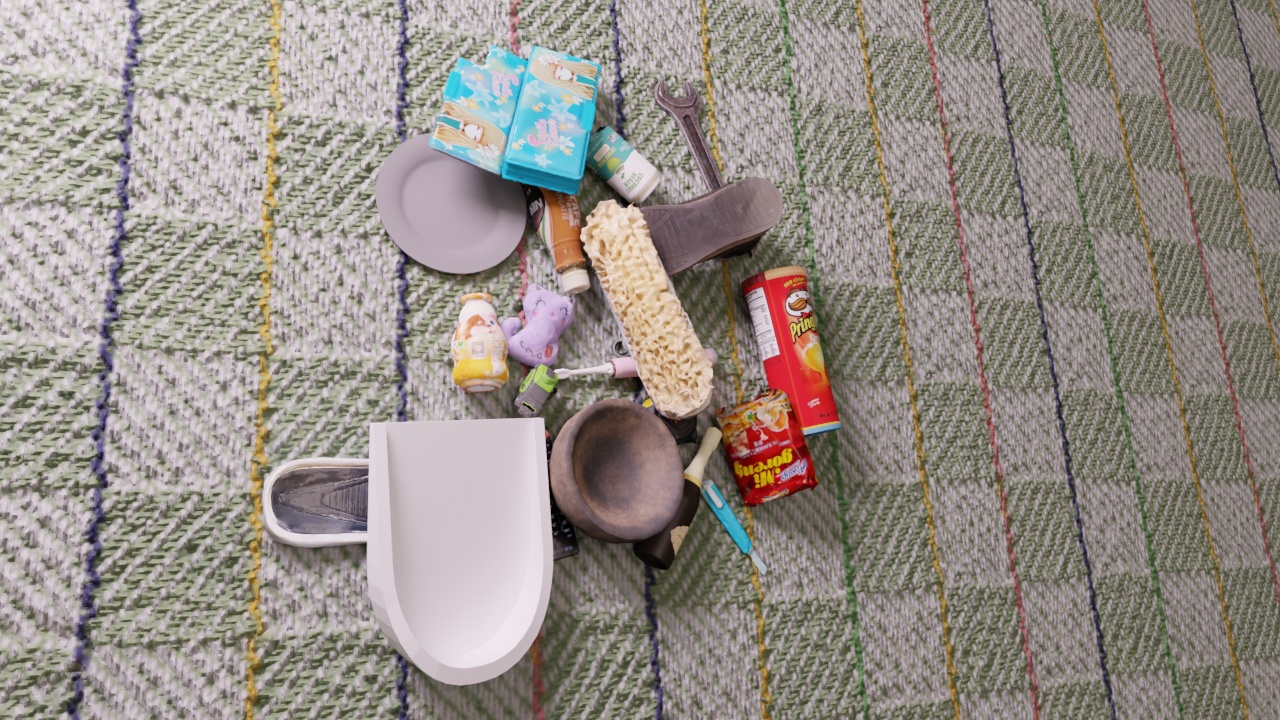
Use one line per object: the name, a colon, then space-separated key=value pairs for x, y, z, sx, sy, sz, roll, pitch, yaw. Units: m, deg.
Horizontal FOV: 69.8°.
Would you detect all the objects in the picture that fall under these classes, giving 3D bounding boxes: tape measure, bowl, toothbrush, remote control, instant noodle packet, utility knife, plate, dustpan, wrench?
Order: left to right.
plate: x=-0.222 y=-0.185 z=1.085 sx=0.178 sy=0.012 sz=0.178 roll=7 pitch=73 yaw=-23
dustpan: x=-0.175 y=0.191 z=0.931 sx=0.191 sy=0.053 sz=0.257 roll=1 pitch=92 yaw=-37
tape measure: x=-0.116 y=0.035 z=1.043 sx=0.036 sy=0.065 sz=0.058 roll=36 pitch=88 yaw=-13
remote control: x=-0.110 y=0.152 z=1.038 sx=0.047 sy=0.022 sz=0.150 roll=-9 pitch=78 yaw=-26
bowl: x=-0.034 y=0.129 z=1.037 sx=0.162 sy=0.070 sz=0.162 roll=15 pitch=64 yaw=-32
toothbrush: x=-0.007 y=0.007 z=1.122 sx=0.222 sy=0.026 sz=0.027 roll=-5 pitch=99 yaw=-26
tape measure: x=0.034 y=0.071 z=1.115 sx=0.072 sy=0.042 sz=0.071 roll=5 pitch=74 yaw=-28
wrench: x=0.091 y=-0.263 z=1.252 sx=0.070 sy=0.010 sz=0.273 roll=-20 pitch=85 yaw=-28
utility knife: x=0.114 y=0.207 z=1.129 sx=0.022 sy=0.015 sz=0.141 roll=-33 pitch=93 yaw=-4
instant noodle packet: x=0.154 y=0.108 z=1.135 sx=0.099 sy=0.039 sz=0.135 roll=-20 pitch=84 yaw=17

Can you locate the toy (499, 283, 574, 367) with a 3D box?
toy: x=-0.122 y=-0.043 z=1.077 sx=0.080 sy=0.037 sz=0.099 roll=23 pitch=69 yaw=-18

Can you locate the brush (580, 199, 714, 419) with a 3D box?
brush: x=0.009 y=-0.059 z=1.081 sx=0.083 sy=0.056 sz=0.271 roll=-23 pitch=82 yaw=1

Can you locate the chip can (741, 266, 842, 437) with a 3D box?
chip can: x=0.195 y=-0.008 z=1.186 sx=0.087 sy=0.087 sz=0.213 roll=-8 pitch=80 yaw=-26

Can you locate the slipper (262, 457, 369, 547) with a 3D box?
slipper: x=-0.251 y=0.141 z=0.954 sx=0.263 sy=0.063 sz=0.111 roll=1 pitch=75 yaw=-22

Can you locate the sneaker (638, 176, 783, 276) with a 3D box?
sneaker: x=0.061 y=-0.158 z=1.170 sx=0.235 sy=0.120 sz=0.095 roll=-24 pitch=86 yaw=1

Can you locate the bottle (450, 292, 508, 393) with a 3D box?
bottle: x=-0.180 y=-0.020 z=1.029 sx=0.063 sy=0.063 sz=0.109 roll=3 pitch=75 yaw=-24

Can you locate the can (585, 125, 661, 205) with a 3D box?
can: x=-0.026 y=-0.248 z=1.169 sx=0.101 sy=0.055 sz=0.054 roll=40 pitch=63 yaw=-10

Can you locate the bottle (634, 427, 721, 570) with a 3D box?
bottle: x=0.052 y=0.158 z=1.095 sx=0.045 sy=0.045 sz=0.184 roll=35 pitch=64 yaw=-12

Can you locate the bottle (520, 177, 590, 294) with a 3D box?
bottle: x=-0.098 y=-0.163 z=1.109 sx=0.059 sy=0.059 sz=0.167 roll=-12 pitch=81 yaw=-27

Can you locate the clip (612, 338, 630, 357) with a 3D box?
clip: x=0.003 y=-0.022 z=1.135 sx=0.075 sy=0.037 sz=0.023 roll=-12 pitch=79 yaw=-32

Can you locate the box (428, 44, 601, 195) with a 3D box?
box: x=-0.147 y=-0.304 z=1.107 sx=0.181 sy=0.039 sz=0.226 roll=13 pitch=52 yaw=-10
